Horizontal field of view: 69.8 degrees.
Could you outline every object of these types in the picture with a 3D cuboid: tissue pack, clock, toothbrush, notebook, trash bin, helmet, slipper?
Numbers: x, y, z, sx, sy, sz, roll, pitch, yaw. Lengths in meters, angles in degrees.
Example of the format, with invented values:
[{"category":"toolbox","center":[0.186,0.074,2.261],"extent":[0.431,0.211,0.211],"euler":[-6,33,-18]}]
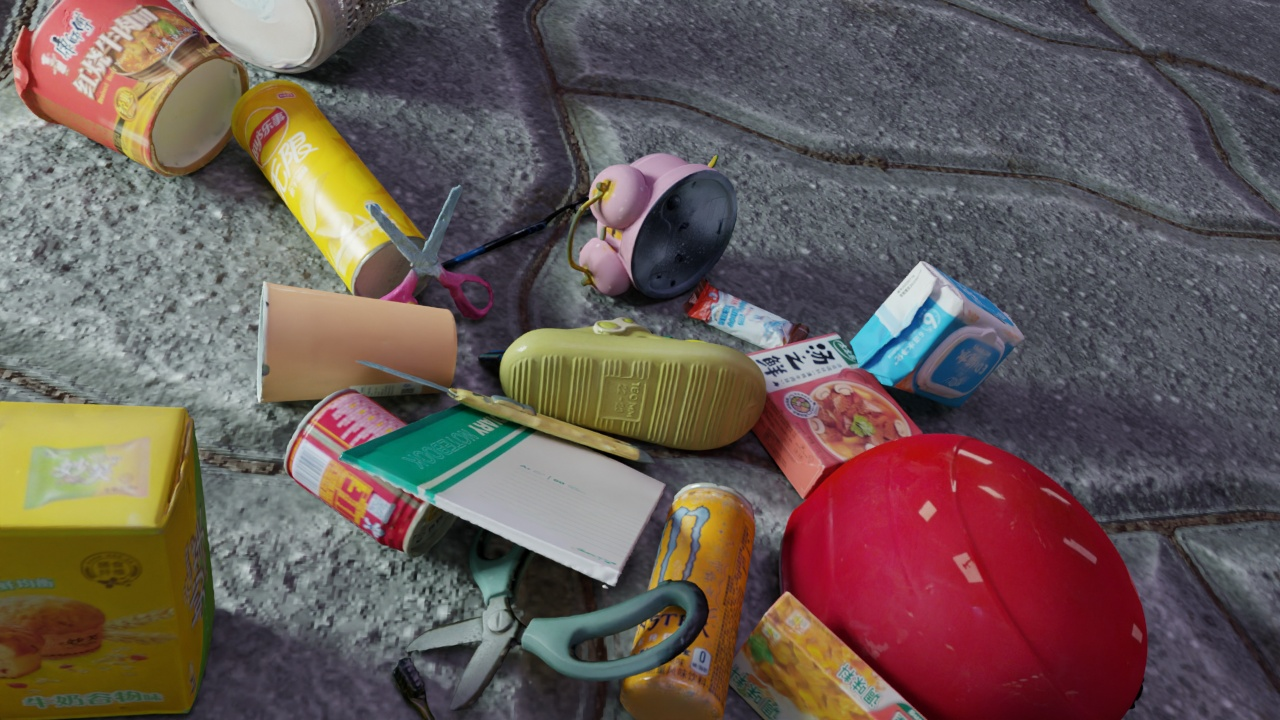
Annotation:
[{"category":"tissue pack","center":[0.238,-0.015,0.731],"extent":[0.140,0.090,0.063],"euler":[17,29,-43]},{"category":"clock","center":[0.005,-0.111,0.756],"extent":[0.158,0.117,0.060],"euler":[-20,46,-37]},{"category":"toothbrush","center":[-0.076,0.227,0.458],"extent":[0.012,0.017,0.186],"euler":[-19,56,-37]},{"category":"notebook","center":[-0.065,0.068,0.539],"extent":[0.150,0.012,0.209],"euler":[24,7,5]},{"category":"trash bin","center":[-0.319,-0.386,0.859],"extent":[0.227,0.228,0.191],"euler":[19,56,-1]},{"category":"helmet","center":[0.215,0.137,0.568],"extent":[0.240,0.144,0.206],"euler":[17,41,-5]},{"category":"slipper","center":[-0.004,0.004,0.658],"extent":[0.190,0.092,0.081],"euler":[8,42,-9]},{"category":"toothbrush","center":[-0.100,-0.109,0.789],"extent":[0.189,0.014,0.016],"euler":[-32,87,-39]}]

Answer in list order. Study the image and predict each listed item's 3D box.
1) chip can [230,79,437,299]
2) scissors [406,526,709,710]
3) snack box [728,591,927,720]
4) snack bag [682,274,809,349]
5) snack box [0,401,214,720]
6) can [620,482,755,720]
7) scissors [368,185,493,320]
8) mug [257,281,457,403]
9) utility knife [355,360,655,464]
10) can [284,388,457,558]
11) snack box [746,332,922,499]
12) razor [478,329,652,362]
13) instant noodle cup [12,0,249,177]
[{"category":"chip can","center":[-0.243,-0.132,0.718],"extent":[0.071,0.072,0.213],"euler":[-21,58,-35]},{"category":"scissors","center":[-0.039,0.131,0.525],"extent":[0.179,0.019,0.169],"euler":[3,38,19]},{"category":"snack box","center":[0.120,0.206,0.507],"extent":[0.156,0.077,0.026],"euler":[41,47,21]},{"category":"snack bag","center":[0.089,-0.033,0.773],"extent":[0.104,0.026,0.048],"euler":[26,56,7]},{"category":"snack box","center":[-0.309,0.094,0.404],"extent":[0.210,0.158,0.070],"euler":[3,42,-17]},{"category":"can","center":[0.032,0.145,0.550],"extent":[0.058,0.058,0.145],"euler":[20,43,-1]},{"category":"scissors","center":[-0.153,-0.063,0.667],"extent":[0.135,0.133,0.017],"euler":[22,6,-44]},{"category":"mug","center":[-0.189,-0.009,0.615],"extent":[0.122,0.078,0.078],"euler":[3,46,-24]},{"category":"utility knife","center":[-0.086,0.036,0.613],"extent":[0.213,0.022,0.031],"euler":[15,3,-21]},{"category":"can","center":[-0.156,0.068,0.552],"extent":[0.094,0.067,0.066],"euler":[32,45,12]},{"category":"snack box","center":[0.148,0.036,0.710],"extent":[0.126,0.044,0.113],"euler":[-14,53,-31]},{"category":"razor","center":[-0.050,-0.006,0.699],"extent":[0.142,0.022,0.043],"euler":[-11,7,-33]},{"category":"instant noodle cup","center":[-0.384,-0.217,0.715],"extent":[0.108,0.138,0.137],"euler":[33,44,1]}]
